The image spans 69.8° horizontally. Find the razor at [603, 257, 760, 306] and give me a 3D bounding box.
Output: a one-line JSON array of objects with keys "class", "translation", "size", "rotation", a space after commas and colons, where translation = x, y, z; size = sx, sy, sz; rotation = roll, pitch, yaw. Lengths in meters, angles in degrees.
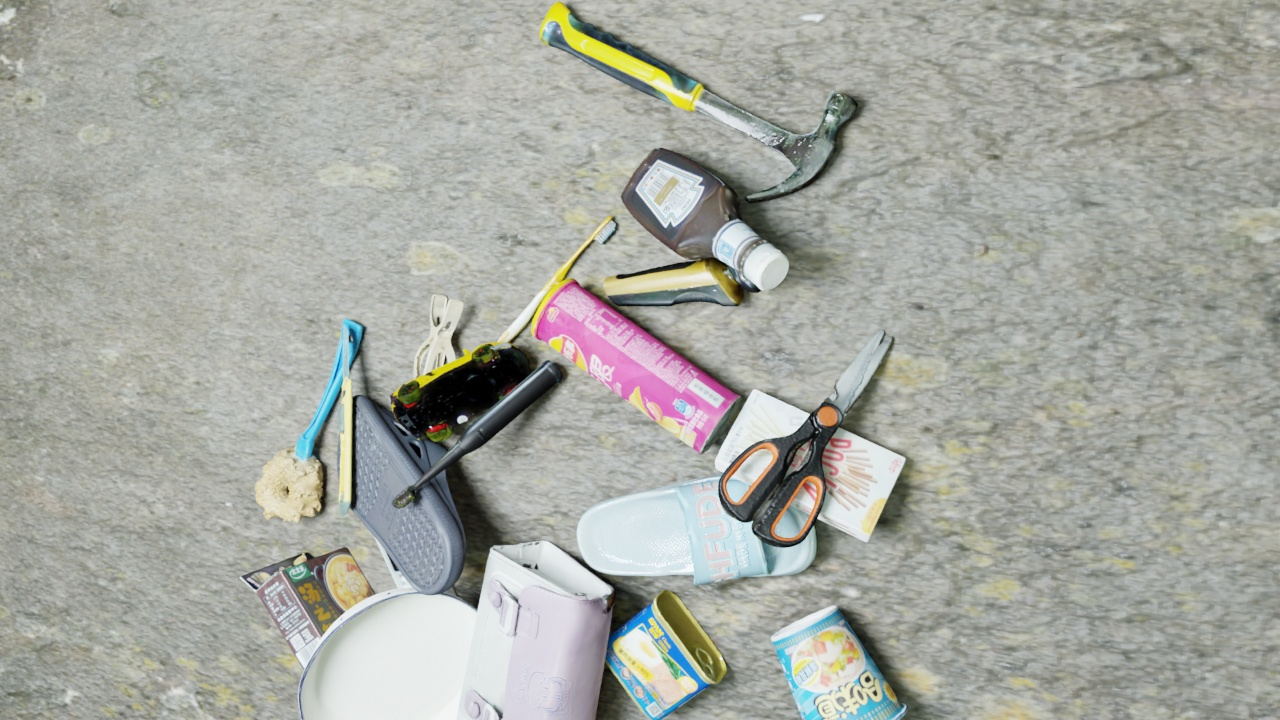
[{"class": "razor", "translation": [0.042, -0.081, 0.894], "size": [0.168, 0.062, 0.068], "rotation": [-5, 109, 24]}]

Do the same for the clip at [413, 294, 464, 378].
[{"class": "clip", "translation": [-0.217, -0.020, 0.985], "size": [0.072, 0.034, 0.100], "rotation": [21, 101, 54]}]

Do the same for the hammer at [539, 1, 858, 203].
[{"class": "hammer", "translation": [0.038, -0.261, 0.894], "size": [0.323, 0.031, 0.126], "rotation": [30, 101, 14]}]

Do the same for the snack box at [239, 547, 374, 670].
[{"class": "snack box", "translation": [-0.355, 0.263, 1.010], "size": [0.053, 0.113, 0.125], "rotation": [-36, 82, 16]}]

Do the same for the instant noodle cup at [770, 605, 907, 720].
[{"class": "instant noodle cup", "translation": [0.177, 0.292, 0.851], "size": [0.099, 0.099, 0.110], "rotation": [-31, 75, 17]}]

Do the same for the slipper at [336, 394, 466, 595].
[{"class": "slipper", "translation": [-0.244, 0.141, 0.981], "size": [0.268, 0.083, 0.111], "rotation": [44, 117, 37]}]

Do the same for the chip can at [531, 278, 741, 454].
[{"class": "chip can", "translation": [-0.005, 0.005, 0.903], "size": [0.210, 0.071, 0.071], "rotation": [35, 103, 13]}]

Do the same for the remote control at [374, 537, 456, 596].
[{"class": "remote control", "translation": [-0.248, 0.238, 1.022], "size": [0.058, 0.021, 0.150], "rotation": [-29, 85, 17]}]

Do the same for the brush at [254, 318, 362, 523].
[{"class": "brush", "translation": [-0.370, 0.073, 1.049], "size": [0.083, 0.045, 0.255], "rotation": [26, 97, 19]}]

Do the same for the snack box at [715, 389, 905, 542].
[{"class": "snack box", "translation": [0.157, 0.096, 0.857], "size": [0.157, 0.027, 0.084], "rotation": [25, 68, 16]}]

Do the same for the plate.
[{"class": "plate", "translation": [-0.252, 0.326, 0.959], "size": [0.045, 0.204, 0.205], "rotation": [35, 108, 59]}]

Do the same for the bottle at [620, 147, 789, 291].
[{"class": "bottle", "translation": [0.061, -0.127, 0.846], "size": [0.080, 0.044, 0.195], "rotation": [-53, 51, 9]}]

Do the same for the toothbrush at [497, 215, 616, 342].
[{"class": "toothbrush", "translation": [-0.090, -0.076, 0.956], "size": [0.018, 0.016, 0.192], "rotation": [43, 104, 3]}]

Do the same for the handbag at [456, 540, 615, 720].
[{"class": "handbag", "translation": [-0.104, 0.300, 0.919], "size": [0.145, 0.098, 0.197], "rotation": [17, 100, 40]}]

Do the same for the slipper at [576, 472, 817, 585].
[{"class": "slipper", "translation": [0.047, 0.167, 0.893], "size": [0.246, 0.074, 0.104], "rotation": [-8, 90, 20]}]

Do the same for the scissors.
[{"class": "scissors", "translation": [0.173, 0.072, 0.835], "size": [0.235, 0.022, 0.142], "rotation": [-31, 76, -7]}]

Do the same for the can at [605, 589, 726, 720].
[{"class": "can", "translation": [0.021, 0.296, 0.918], "size": [0.083, 0.057, 0.102], "rotation": [-41, 80, 18]}]

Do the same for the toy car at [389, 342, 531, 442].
[{"class": "toy car", "translation": [-0.186, 0.030, 0.963], "size": [0.156, 0.041, 0.071], "rotation": [-28, 123, 3]}]

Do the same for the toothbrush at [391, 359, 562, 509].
[{"class": "toothbrush", "translation": [-0.164, 0.075, 0.922], "size": [0.212, 0.027, 0.026], "rotation": [-42, 119, -19]}]

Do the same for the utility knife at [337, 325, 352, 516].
[{"class": "utility knife", "translation": [-0.319, 0.063, 0.999], "size": [0.031, 0.022, 0.210], "rotation": [-16, 69, 51]}]
